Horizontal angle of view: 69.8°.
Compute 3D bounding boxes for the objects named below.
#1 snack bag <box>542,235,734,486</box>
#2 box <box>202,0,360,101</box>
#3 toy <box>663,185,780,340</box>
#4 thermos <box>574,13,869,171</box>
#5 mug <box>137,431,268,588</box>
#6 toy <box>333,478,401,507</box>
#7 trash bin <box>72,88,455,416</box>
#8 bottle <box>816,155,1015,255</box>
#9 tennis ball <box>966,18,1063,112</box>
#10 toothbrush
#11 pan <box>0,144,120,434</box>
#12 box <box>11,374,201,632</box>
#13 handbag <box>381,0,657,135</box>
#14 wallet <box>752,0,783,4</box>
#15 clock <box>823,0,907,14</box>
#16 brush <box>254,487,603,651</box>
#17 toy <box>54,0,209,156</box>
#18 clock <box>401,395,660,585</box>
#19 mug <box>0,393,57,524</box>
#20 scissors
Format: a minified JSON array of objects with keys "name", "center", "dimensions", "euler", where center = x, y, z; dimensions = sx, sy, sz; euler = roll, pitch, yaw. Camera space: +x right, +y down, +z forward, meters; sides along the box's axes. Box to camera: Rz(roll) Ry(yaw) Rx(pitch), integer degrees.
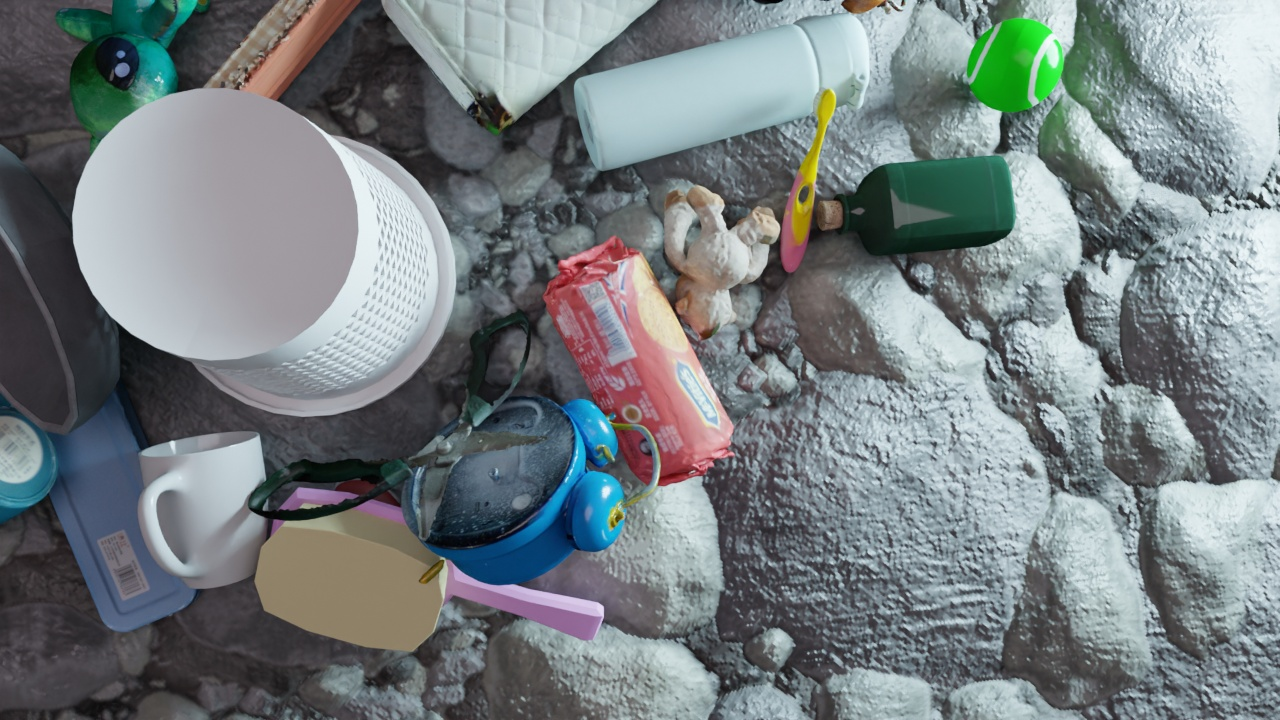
[{"name":"snack bag","center":[-0.004,0.004,0.628],"dimensions":[0.082,0.082,0.176],"euler":[-27,91,-7]},{"name":"box","center":[-0.227,-0.223,0.613],"dimensions":[0.048,0.085,0.187],"euler":[39,82,-10]},{"name":"toy","center":[0.056,-0.065,0.647],"dimensions":[0.085,0.074,0.106],"euler":[10,91,-19]},{"name":"thermos","center":[0.060,-0.191,0.645],"dimensions":[0.206,0.065,0.077],"euler":[-17,61,-7]},{"name":"mug","center":[-0.279,0.100,0.577],"dimensions":[0.071,0.107,0.089],"euler":[-5,97,3]},{"name":"toy","center":[-0.153,0.107,0.629],"dimensions":[0.111,0.030,0.049],"euler":[10,112,-8]},{"name":"trash bin","center":[-0.216,-0.062,0.541],"dimensions":[0.195,0.200,0.195],"euler":[0,88,-7]},{"name":"bottle","center":[0.193,-0.109,0.660],"dimensions":[0.131,0.061,0.061],"euler":[-6,86,-7]},{"name":"tennis ball","center":[0.273,-0.215,0.671],"dimensions":[0.065,0.065,0.065],"euler":[0,88,-7]},{"name":"toothbrush","center":[0.117,-0.125,0.647],"dimensions":[0.021,0.016,0.136],"euler":[-3,122,-17]},{"name":"pan","center":[-0.416,-0.093,0.539],"dimensions":[0.357,0.179,0.041],"euler":[34,43,20]},{"name":"box","center":[-0.358,0.076,0.613],"dimensions":[0.065,0.037,0.209],"euler":[-22,93,-13]},{"name":"handbag","center":[-0.073,-0.266,0.630],"dimensions":[0.194,0.072,0.139],"euler":[-41,102,-7]},{"name":"wallet","center":[0.064,-0.310,0.640],"dimensions":[0.114,0.026,0.089],"euler":[5,82,-44]},{"name":"clock","center":[0.144,-0.307,0.633],"dimensions":[0.157,0.074,0.121],"euler":[30,54,-32]},{"name":"brush","center":[-0.136,0.153,0.607],"dimensions":[0.228,0.043,0.089],"euler":[18,114,-6]},{"name":"toy","center":[-0.326,-0.210,0.603],"dimensions":[0.131,0.072,0.193],"euler":[4,83,32]},{"name":"clock","center":[-0.067,0.077,0.569],"dimensions":[0.161,0.116,0.060],"euler":[-16,130,8]},{"name":"mug","center":[-0.422,0.057,0.562],"dimensions":[0.104,0.084,0.112],"euler":[-16,65,13]},{"name":"scissors","center":[-0.147,0.042,0.589],"dimensions":[0.202,0.201,0.015],"euler":[-11,127,13]}]
